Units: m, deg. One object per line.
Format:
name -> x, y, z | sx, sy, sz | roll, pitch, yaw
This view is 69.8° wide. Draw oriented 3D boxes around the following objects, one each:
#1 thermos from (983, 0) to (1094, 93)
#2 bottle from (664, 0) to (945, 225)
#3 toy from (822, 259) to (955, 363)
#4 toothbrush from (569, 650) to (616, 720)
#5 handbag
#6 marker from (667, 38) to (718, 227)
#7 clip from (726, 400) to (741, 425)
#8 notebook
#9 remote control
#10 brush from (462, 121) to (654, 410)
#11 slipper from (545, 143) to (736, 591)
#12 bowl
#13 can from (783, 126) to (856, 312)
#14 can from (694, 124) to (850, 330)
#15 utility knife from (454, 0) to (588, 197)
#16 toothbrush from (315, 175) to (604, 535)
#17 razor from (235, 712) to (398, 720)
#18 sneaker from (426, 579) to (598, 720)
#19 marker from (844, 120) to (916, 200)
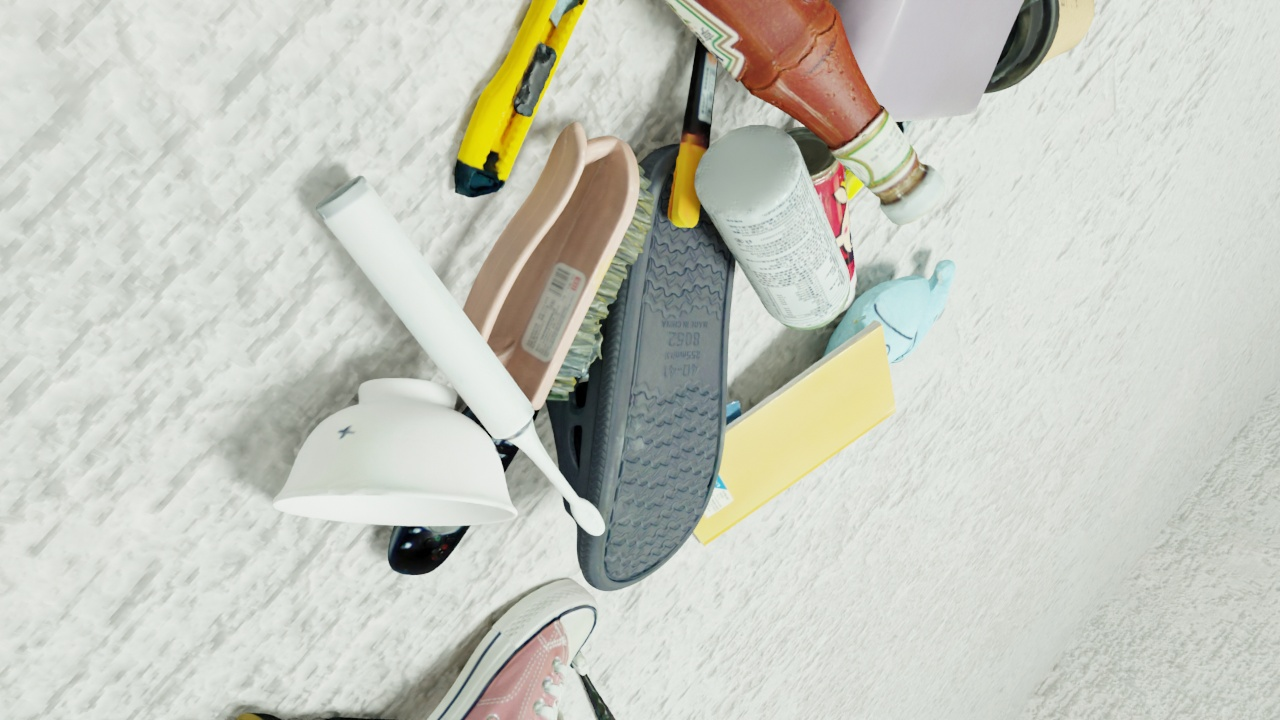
thermos -> 0.259, -0.237, 0.635 | 0.142, 0.093, 0.093 | -23, 134, -42
bottle -> 0.079, -0.150, 0.460 | 0.206, 0.060, 0.059 | 43, 84, -19
toy -> 0.207, -0.030, 0.766 | 0.161, 0.050, 0.156 | -49, 150, 2
toothbrush -> -0.037, 0.295, 0.796 | 0.015, 0.018, 0.181 | -39, 141, -22
handbag -> 0.155, -0.237, 0.504 | 0.144, 0.098, 0.197 | -22, 140, -38
marker -> 0.031, -0.135, 0.504 | 0.018, 0.015, 0.124 | 7, 91, -47
clip -> 0.046, 0.045, 0.687 | 0.058, 0.044, 0.027 | -30, 138, -20
notebook -> 0.116, 0.065, 0.736 | 0.206, 0.010, 0.146 | -35, 144, -2
remote control -> -0.106, 0.066, 0.541 | 0.053, 0.024, 0.136 | 24, 102, -53
brush -> -0.045, -0.050, 0.483 | 0.073, 0.063, 0.146 | 14, 107, -50
slipper -> -0.003, 0.003, 0.564 | 0.110, 0.083, 0.268 | 2, 98, -47
bowl -> -0.121, 0.046, 0.467 | 0.118, 0.118, 0.064 | 23, 62, -51
can -> 0.116, -0.089, 0.624 | 0.053, 0.053, 0.133 | -40, 140, -16
can -> 0.081, -0.072, 0.535 | 0.058, 0.058, 0.146 | -50, 147, -4
utility knife -> -0.046, -0.157, 0.437 | 0.033, 0.015, 0.178 | 11, 110, -52
toothbrush -> -0.078, 0.009, 0.451 | 0.026, 0.026, 0.221 | -38, 115, -9
razor -> -0.202, 0.248, 0.563 | 0.167, 0.062, 0.067 | 26, 69, -57
sneaker -> -0.091, 0.254, 0.620 | 0.240, 0.088, 0.118 | -44, 145, -39
marker -> 0.183, -0.165, 0.669 | 0.124, 0.015, 0.018 | -49, 143, -10
